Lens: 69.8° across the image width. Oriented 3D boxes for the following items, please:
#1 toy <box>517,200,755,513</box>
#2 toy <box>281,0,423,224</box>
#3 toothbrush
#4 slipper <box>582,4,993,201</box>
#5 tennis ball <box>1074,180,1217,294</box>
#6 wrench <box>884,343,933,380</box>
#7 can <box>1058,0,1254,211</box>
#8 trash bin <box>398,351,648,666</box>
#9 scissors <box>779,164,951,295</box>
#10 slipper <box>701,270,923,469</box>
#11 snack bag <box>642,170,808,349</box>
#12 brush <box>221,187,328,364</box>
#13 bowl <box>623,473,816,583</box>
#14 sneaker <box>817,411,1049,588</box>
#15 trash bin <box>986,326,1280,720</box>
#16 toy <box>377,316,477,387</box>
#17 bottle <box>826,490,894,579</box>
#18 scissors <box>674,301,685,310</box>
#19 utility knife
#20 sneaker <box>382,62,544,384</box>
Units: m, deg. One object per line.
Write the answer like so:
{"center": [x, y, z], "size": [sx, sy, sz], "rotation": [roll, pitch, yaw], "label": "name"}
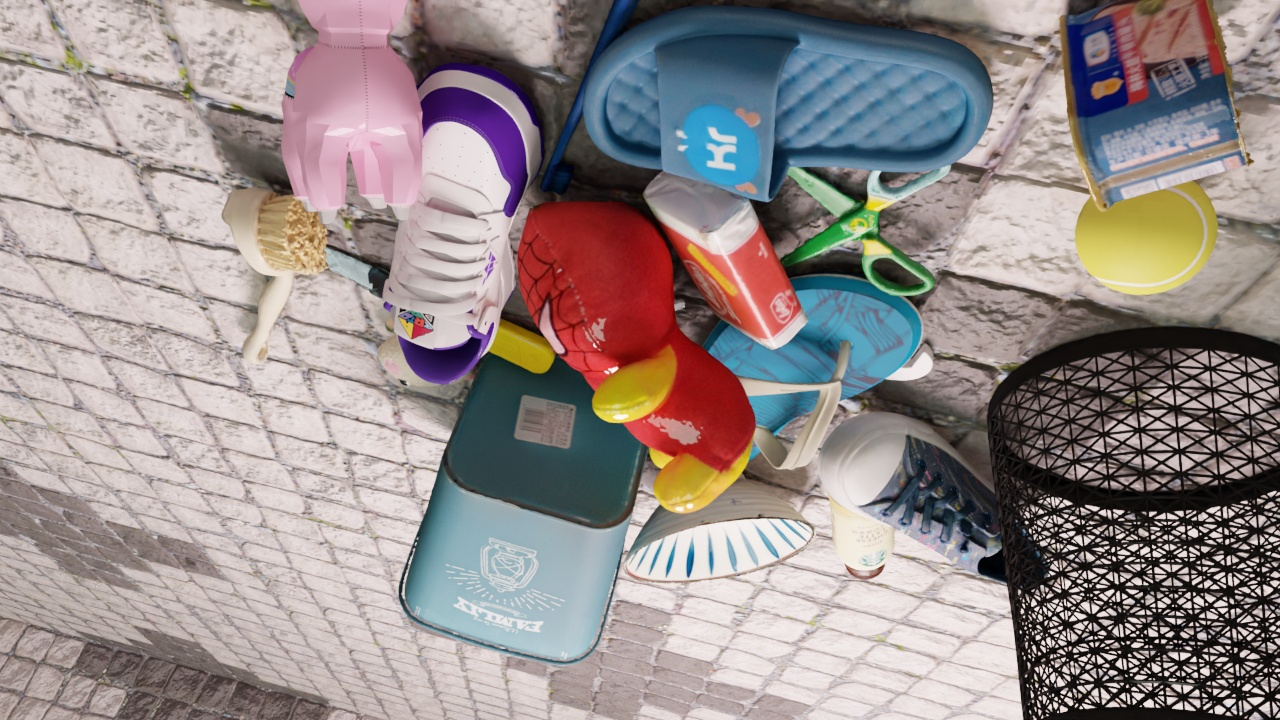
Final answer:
{"center": [-0.003, -0.013, 0.599], "size": [0.099, 0.147, 0.216], "rotation": [-31, 104, -2], "label": "toy"}
{"center": [-0.159, -0.156, 0.499], "size": [0.067, 0.158, 0.123], "rotation": [-8, -160, -26], "label": "toy"}
{"center": [-0.025, -0.155, 0.517], "size": [0.017, 0.016, 0.190], "rotation": [16, 147, -14], "label": "toothbrush"}
{"center": [0.070, -0.130, 0.476], "size": [0.214, 0.059, 0.104], "rotation": [4, 143, 14], "label": "slipper"}
{"center": [0.263, -0.067, 0.480], "size": [0.065, 0.065, 0.065], "rotation": [11, 146, 7], "label": "tennis ball"}
{"center": [0.110, 0.032, 0.737], "size": [0.047, 0.009, 0.274], "rotation": [35, 142, -27], "label": "wrench"}
{"center": [0.220, -0.117, 0.395], "size": [0.059, 0.099, 0.054], "rotation": [-14, 137, 35], "label": "can"}
{"center": [-0.092, 0.120, 0.800], "size": [0.196, 0.198, 0.219], "rotation": [17, 140, -3], "label": "trash bin"}
{"center": [0.134, -0.085, 0.546], "size": [0.125, 0.011, 0.132], "rotation": [35, 136, -13], "label": "scissors"}
{"center": [0.086, 0.031, 0.689], "size": [0.118, 0.060, 0.296], "rotation": [34, 142, -6], "label": "slipper"}
{"center": [0.054, -0.063, 0.570], "size": [0.077, 0.036, 0.116], "rotation": [38, 169, 46], "label": "snack bag"}
{"center": [-0.303, -0.055, 0.750], "size": [0.077, 0.061, 0.273], "rotation": [29, 149, -11], "label": "brush"}
{"center": [0.066, 0.146, 0.845], "size": [0.177, 0.070, 0.177], "rotation": [-8, 151, -4], "label": "bowl"}
{"center": [0.240, 0.114, 0.715], "size": [0.235, 0.087, 0.079], "rotation": [29, -170, -29], "label": "sneaker"}
{"center": [0.337, 0.141, 0.591], "size": [0.217, 0.242, 0.217], "rotation": [11, 146, 7], "label": "trash bin"}
{"center": [-0.180, -0.006, 0.772], "size": [0.087, 0.050, 0.112], "rotation": [-1, 147, 20], "label": "toy"}
{"center": [0.200, 0.147, 0.825], "size": [0.056, 0.056, 0.162], "rotation": [3, 145, 18], "label": "bottle"}
{"center": [-0.021, -0.026, 0.702], "size": [0.134, 0.014, 0.127], "rotation": [2, 144, 23], "label": "scissors"}
{"center": [-0.161, -0.042, 0.728], "size": [0.203, 0.020, 0.029], "rotation": [25, 116, -6], "label": "utility knife"}
{"center": [-0.126, -0.071, 0.593], "size": [0.092, 0.110, 0.245], "rotation": [16, 147, -1], "label": "sneaker"}
